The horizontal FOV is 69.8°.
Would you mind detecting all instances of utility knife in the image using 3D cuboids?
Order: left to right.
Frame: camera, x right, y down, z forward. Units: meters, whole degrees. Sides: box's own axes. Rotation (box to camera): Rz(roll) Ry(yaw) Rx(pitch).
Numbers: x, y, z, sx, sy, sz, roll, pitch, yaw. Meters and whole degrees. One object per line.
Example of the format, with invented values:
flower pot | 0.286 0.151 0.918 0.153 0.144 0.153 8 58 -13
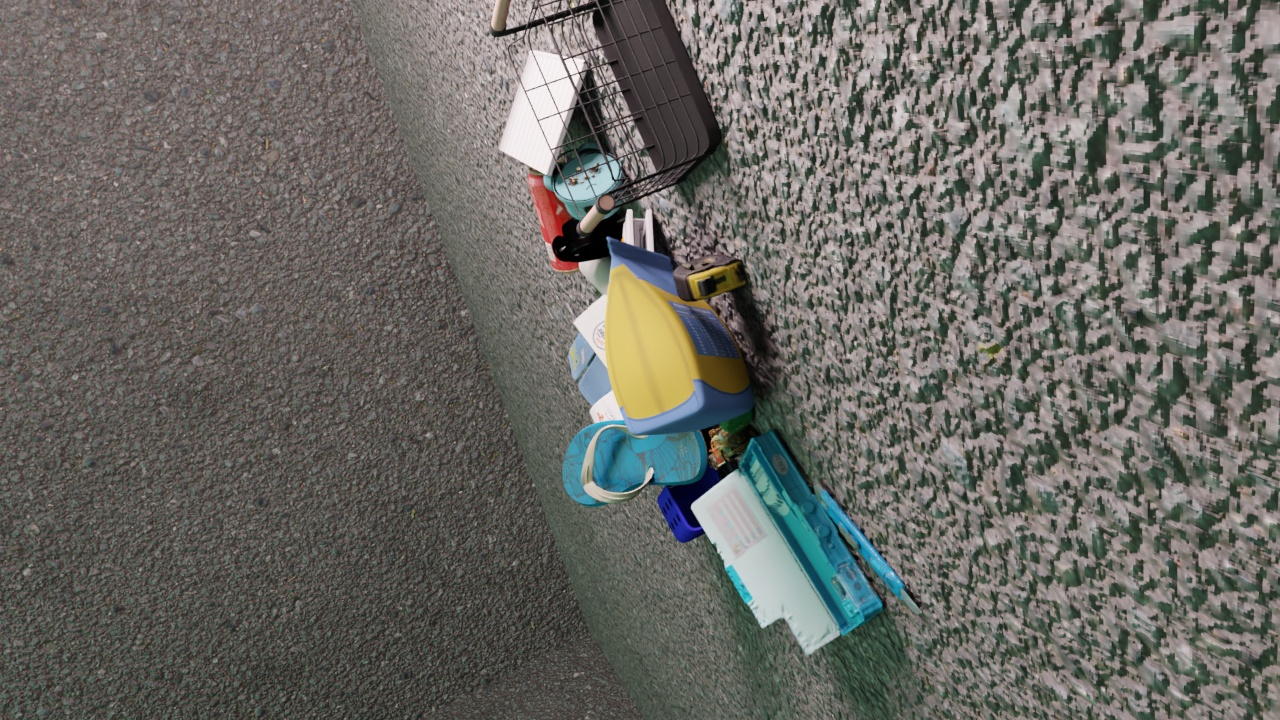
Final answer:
utility knife | 0.226 0.189 0.925 0.174 0.015 0.031 51 163 40

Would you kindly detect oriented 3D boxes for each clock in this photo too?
clock | -0.070 -0.226 1.155 0.124 0.090 0.053 53 170 38
clock | -0.068 -0.163 1.233 0.121 0.091 0.042 -29 74 63

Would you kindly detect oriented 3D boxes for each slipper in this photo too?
slipper | -0.028 0.136 1.248 0.296 0.060 0.118 -16 79 46

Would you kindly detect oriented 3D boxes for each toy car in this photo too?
toy car | 0.108 0.099 1.118 0.047 0.047 0.112 61 164 10

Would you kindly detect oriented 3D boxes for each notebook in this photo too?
notebook | -0.131 -0.328 1.197 0.210 0.009 0.143 40 113 58

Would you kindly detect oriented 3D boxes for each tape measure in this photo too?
tape measure | 0.066 -0.088 0.954 0.067 0.062 0.038 36 146 64

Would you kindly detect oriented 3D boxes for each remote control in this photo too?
remote control | 0.116 0.151 1.214 0.150 0.022 0.047 64 164 5

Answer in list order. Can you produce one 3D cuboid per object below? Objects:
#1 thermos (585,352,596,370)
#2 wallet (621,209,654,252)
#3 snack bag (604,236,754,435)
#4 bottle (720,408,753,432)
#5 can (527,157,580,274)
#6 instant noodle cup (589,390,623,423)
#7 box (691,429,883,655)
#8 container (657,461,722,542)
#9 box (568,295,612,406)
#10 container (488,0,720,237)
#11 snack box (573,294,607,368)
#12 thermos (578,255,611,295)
thermos | -0.025 0.056 1.462 0.206 0.065 0.078 58 180 26
wallet | -0.003 -0.111 1.125 0.115 0.037 0.118 101 168 -63
snack bag | 0.029 -0.028 0.991 0.158 0.102 0.205 5 -115 -63
bottle | 0.089 0.038 1.099 0.111 0.043 0.043 52 160 42
can | -0.119 -0.214 1.369 0.067 0.067 0.170 45 155 52
instant noodle cup | -0.006 0.103 1.339 0.121 0.123 0.124 57 163 14
box | 0.168 0.214 1.049 0.227 0.071 0.182 60 142 22
container | 0.079 0.200 1.294 0.084 0.085 0.114 62 165 16
box | -0.055 -0.020 1.385 0.127 0.034 0.210 60 142 21
container | -0.040 -0.266 0.913 0.241 0.130 0.163 66 165 -1
snack box | -0.007 0.007 1.209 0.104 0.057 0.208 51 179 29
thermos | -0.016 -0.090 1.240 0.224 0.052 0.052 47 156 49
